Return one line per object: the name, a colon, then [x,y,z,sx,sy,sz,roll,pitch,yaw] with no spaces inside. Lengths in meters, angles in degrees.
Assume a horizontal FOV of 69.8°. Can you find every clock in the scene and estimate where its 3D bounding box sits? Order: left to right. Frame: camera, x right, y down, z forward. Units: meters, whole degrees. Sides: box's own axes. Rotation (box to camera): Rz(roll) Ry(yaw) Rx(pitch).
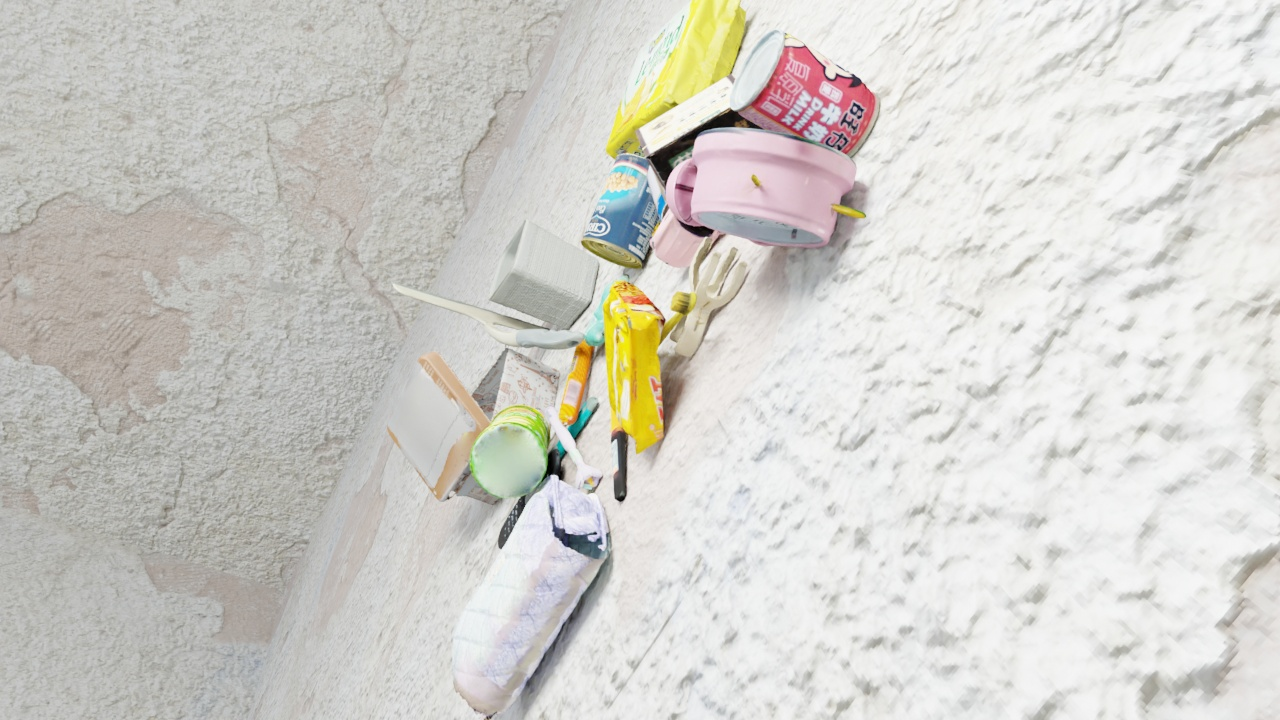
clock: [0.084,-0.122,0.676,0.159,0.117,0.060,-165,88,-69]

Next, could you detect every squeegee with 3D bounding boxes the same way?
squeegee: [-0.145,-0.033,1.116,0.247,0.246,0.039,15,88,50]

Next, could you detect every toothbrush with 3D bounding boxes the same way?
toothbrush: [-0.076,0.086,0.965,0.029,0.021,0.189,-28,25,-7]
toothbrush: [0.017,-0.027,0.821,0.190,0.016,0.015,131,150,-71]

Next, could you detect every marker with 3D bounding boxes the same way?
marker: [-0.019,0.081,0.858,0.018,0.015,0.123,-53,25,36]

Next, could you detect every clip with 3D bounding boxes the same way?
clip: [0.057,-0.051,0.782,0.104,0.034,0.083,-69,18,5]

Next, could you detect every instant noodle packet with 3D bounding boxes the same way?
instant noodle packet: [-0.005,0.005,0.803,0.110,0.044,0.128,-117,23,-68]

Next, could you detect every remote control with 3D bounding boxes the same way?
remote control: [-0.117,0.156,1.009,0.137,0.024,0.053,-55,19,22]

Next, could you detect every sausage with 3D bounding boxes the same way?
sausage: [-0.071,0.018,1.035,0.022,0.021,0.164,-52,17,35]

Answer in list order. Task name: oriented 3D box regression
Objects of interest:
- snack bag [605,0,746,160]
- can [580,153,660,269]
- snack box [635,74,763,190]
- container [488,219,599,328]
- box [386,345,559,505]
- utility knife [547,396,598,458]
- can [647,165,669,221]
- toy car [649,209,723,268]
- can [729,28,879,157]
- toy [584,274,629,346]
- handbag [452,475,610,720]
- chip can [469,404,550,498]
snack bag: [0.039,-0.332,1.104,0.247,0.068,0.158,-7,61,68]
can: [-0.012,-0.169,1.038,0.111,0.075,0.075,-68,19,-7]
snack box: [0.057,-0.219,0.878,0.113,0.053,0.125,-29,29,9]
container: [-0.123,-0.107,1.195,0.090,0.114,0.090,-43,29,47]
box: [-0.227,0.077,1.155,0.183,0.178,0.152,-48,25,41]
utility knife: [-0.100,0.112,1.031,0.208,0.013,0.029,-55,20,28]
can: [0.039,-0.171,0.936,0.053,0.053,0.134,-57,21,23]
toy car: [0.055,-0.135,0.853,0.123,0.056,0.037,-54,15,31]
can: [0.123,-0.195,0.684,0.067,0.093,0.066,-52,23,34]
toy: [-0.038,-0.056,1.048,0.092,0.030,0.096,-63,11,-8]
handbag: [-0.103,0.209,0.834,0.194,0.075,0.134,-61,18,16]
chip can: [-0.129,0.089,0.935,0.221,0.072,0.072,-164,98,-85]
